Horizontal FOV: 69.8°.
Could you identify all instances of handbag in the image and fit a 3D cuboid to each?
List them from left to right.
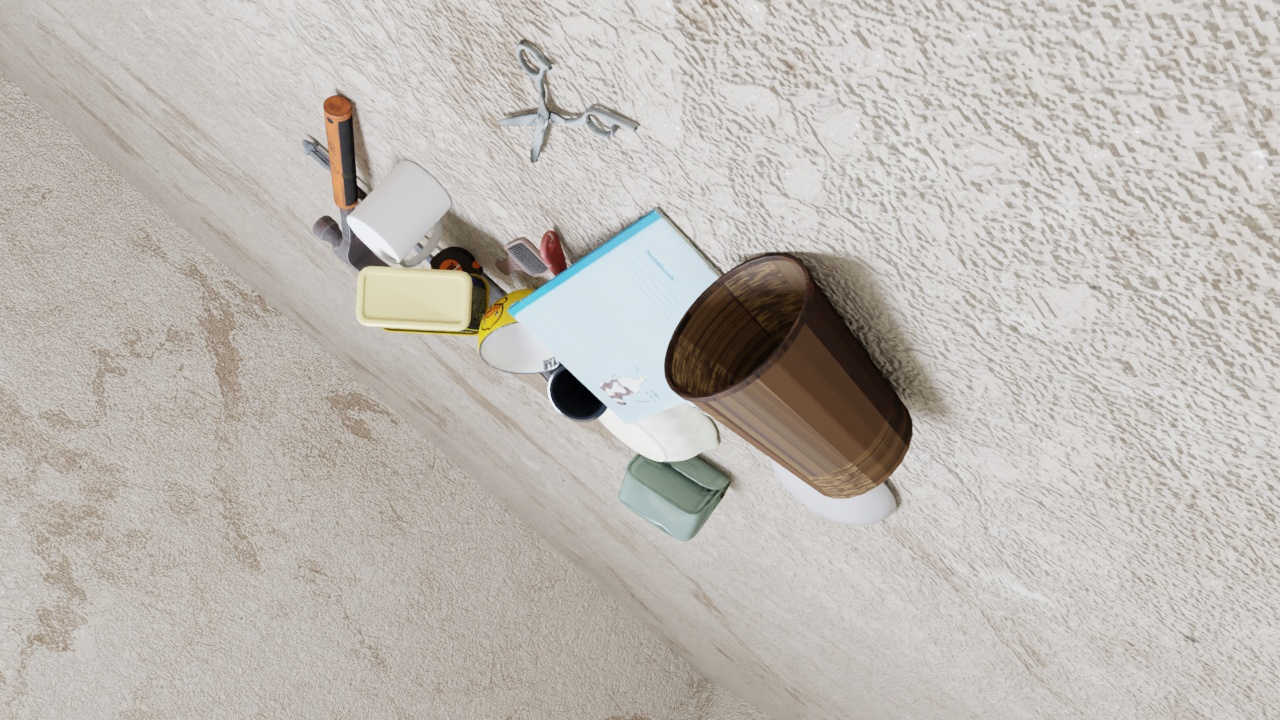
[{"bbox_3d":[0.043,0.163,1.215,0.122,0.105,0.067,31,137,17],"label":"handbag"}]

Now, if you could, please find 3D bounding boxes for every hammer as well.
[{"bbox_3d":[-0.348,-0.199,1.110,0.138,0.034,0.315,40,153,5],"label":"hammer"},{"bbox_3d":[-0.312,-0.168,1.190,0.322,0.044,0.099,44,161,-10],"label":"hammer"}]

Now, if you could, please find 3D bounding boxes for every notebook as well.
[{"bbox_3d":[-0.001,-0.028,0.863,0.181,0.009,0.254,45,142,-16],"label":"notebook"}]

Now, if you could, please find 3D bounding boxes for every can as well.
[{"bbox_3d":[-0.252,-0.069,1.067,0.135,0.075,0.104,3,-179,0],"label":"can"}]

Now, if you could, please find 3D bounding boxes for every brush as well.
[{"bbox_3d":[-0.142,-0.109,1.047,0.050,0.015,0.136,45,160,-18],"label":"brush"},{"bbox_3d":[-0.067,-0.073,0.968,0.030,0.040,0.172,10,150,21],"label":"brush"}]

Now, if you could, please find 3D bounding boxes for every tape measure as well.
[{"bbox_3d":[-0.231,-0.111,1.138,0.059,0.058,0.038,46,-169,-11],"label":"tape measure"}]

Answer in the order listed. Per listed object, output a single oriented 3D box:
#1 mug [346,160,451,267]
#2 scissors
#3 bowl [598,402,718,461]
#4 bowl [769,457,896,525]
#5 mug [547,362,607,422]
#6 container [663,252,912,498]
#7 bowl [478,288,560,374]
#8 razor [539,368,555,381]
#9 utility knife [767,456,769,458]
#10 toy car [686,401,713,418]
[{"bbox_3d":[-0.265,-0.156,1.043,0.074,0.090,0.110,27,159,29],"label":"mug"},{"bbox_3d":[-0.063,-0.186,0.721,0.158,0.014,0.142,31,158,19],"label":"scissors"},{"bbox_3d":[0.003,0.069,1.135,0.188,0.060,0.219,30,160,22],"label":"bowl"},{"bbox_3d":[0.188,0.129,0.951,0.149,0.043,0.150,35,164,11],"label":"bowl"},{"bbox_3d":[-0.045,0.028,1.030,0.105,0.071,0.077,24,-155,2],"label":"mug"},{"bbox_3d":[0.122,0.022,0.708,0.167,0.132,0.132,41,162,-29],"label":"container"},{"bbox_3d":[-0.133,-0.041,1.079,0.117,0.067,0.117,-7,149,-4],"label":"bowl"},{"bbox_3d":[-0.134,-0.011,1.215,0.140,0.053,0.064,40,169,3],"label":"razor"},{"bbox_3d":[0.155,0.113,1.032,0.165,0.015,0.022,49,-169,-26],"label":"utility knife"},{"bbox_3d":[0.062,0.037,0.998,0.090,0.027,0.039,46,158,-24],"label":"toy car"}]
